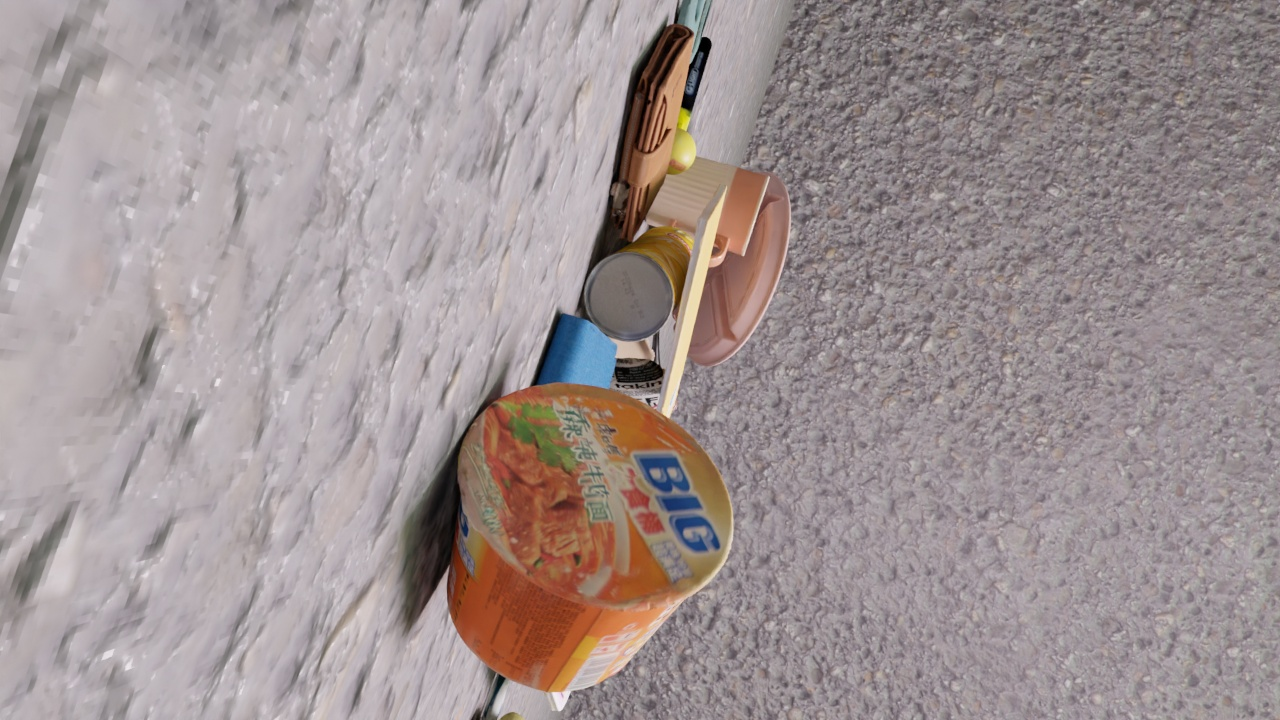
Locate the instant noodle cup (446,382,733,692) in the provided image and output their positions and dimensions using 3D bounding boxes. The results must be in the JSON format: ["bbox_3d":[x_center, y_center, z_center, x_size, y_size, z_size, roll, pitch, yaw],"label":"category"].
[{"bbox_3d":[-0.038,0.103,0.513,0.151,0.151,0.112,-66,180,-52],"label":"instant noodle cup"}]

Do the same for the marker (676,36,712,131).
[{"bbox_3d":[0.044,-0.247,0.863,0.015,0.018,0.124,115,-7,-85],"label":"marker"}]

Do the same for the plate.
[{"bbox_3d":[0.093,-0.106,1.034,0.230,0.028,0.229,-51,-149,46],"label":"plate"}]

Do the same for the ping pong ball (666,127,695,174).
[{"bbox_3d":[0.028,-0.180,0.788,0.040,0.040,0.040,21,87,-85],"label":"ping pong ball"}]

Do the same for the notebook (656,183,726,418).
[{"bbox_3d":[0.039,-0.035,0.768,0.145,0.010,0.207,-63,166,-66],"label":"notebook"}]

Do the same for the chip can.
[{"bbox_3d":[0.007,-0.070,0.785,0.213,0.072,0.072,-56,163,-73],"label":"chip can"}]

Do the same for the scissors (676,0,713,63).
[{"bbox_3d":[0.038,-0.264,0.726,0.130,0.019,0.185,86,21,-78],"label":"scissors"}]

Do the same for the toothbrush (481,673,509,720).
[{"bbox_3d":[-0.125,0.278,0.914,0.018,0.016,0.191,59,48,-71],"label":"toothbrush"}]

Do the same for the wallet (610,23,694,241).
[{"bbox_3d":[0.009,-0.169,0.685,0.107,0.031,0.132,-69,174,-48],"label":"wallet"}]

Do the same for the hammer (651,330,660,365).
[{"bbox_3d":[0.013,0.035,1.060,0.126,0.032,0.323,71,23,-79],"label":"hammer"}]

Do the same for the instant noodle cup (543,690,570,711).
[{"bbox_3d":[-0.083,0.238,0.868,0.174,0.060,0.137,90,19,-54],"label":"instant noodle cup"}]

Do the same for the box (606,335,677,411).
[{"bbox_3d":[-0.008,0.001,0.895,0.163,0.076,0.087,56,29,-70],"label":"box"}]

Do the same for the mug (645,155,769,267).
[{"bbox_3d":[0.062,-0.147,0.917,0.082,0.106,0.114,98,11,-64],"label":"mug"}]

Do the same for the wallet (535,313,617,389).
[{"bbox_3d":[-0.057,0.039,0.659,0.106,0.040,0.133,45,63,-75],"label":"wallet"}]

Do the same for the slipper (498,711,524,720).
[{"bbox_3d":[-0.129,0.407,0.888,0.091,0.081,0.191,-51,168,-35],"label":"slipper"}]
